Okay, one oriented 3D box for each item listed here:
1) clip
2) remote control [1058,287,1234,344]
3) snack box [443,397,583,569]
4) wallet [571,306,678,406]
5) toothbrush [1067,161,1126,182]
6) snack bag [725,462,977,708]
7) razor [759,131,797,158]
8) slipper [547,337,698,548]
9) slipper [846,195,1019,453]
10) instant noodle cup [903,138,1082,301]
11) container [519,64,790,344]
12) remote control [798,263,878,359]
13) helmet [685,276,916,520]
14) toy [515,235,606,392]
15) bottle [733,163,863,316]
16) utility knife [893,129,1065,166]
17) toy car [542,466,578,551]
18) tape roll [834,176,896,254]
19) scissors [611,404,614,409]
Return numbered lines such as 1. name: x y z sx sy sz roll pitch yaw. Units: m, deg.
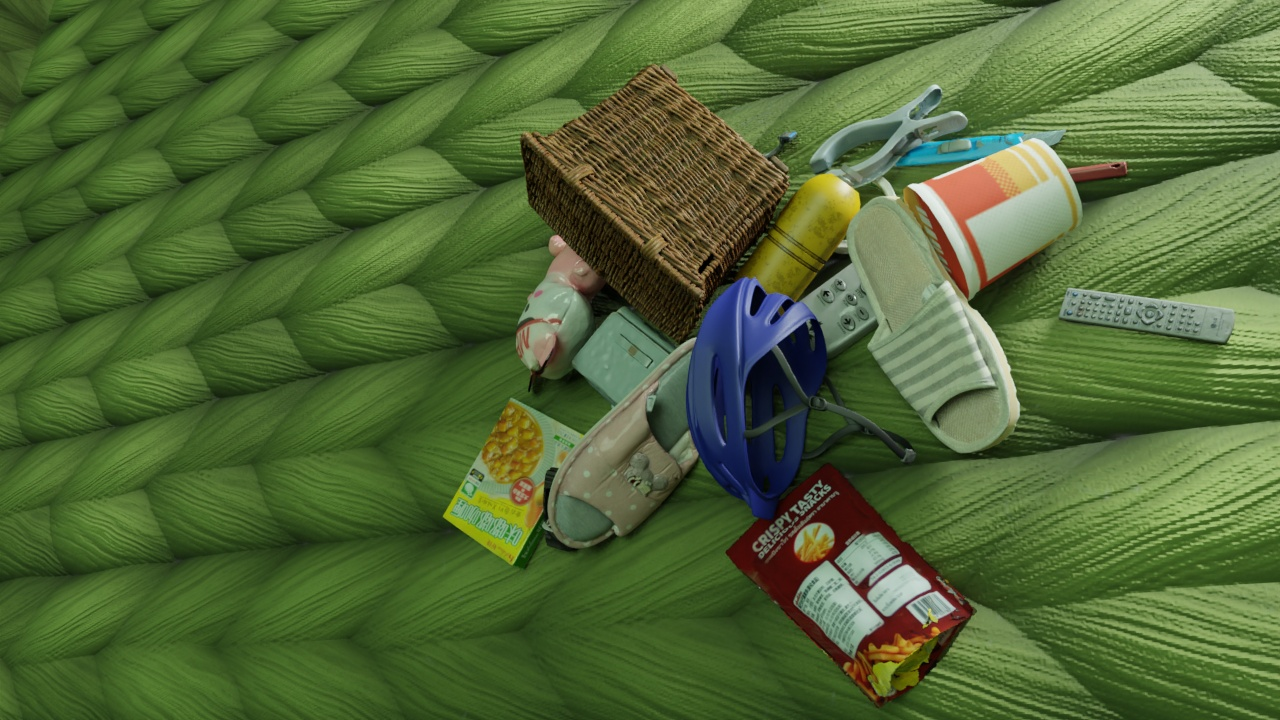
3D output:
1. clip: 0.261 -0.252 1.012 0.163 0.028 0.114 -26 46 12
2. remote control: 0.449 -0.040 0.818 0.137 0.013 0.033 14 76 35
3. snack box: -0.146 0.141 1.083 0.132 0.027 0.168 24 82 37
4. wallet: -0.006 0.006 1.040 0.132 0.054 0.100 37 84 35
5. toothbrush: 0.382 -0.182 0.923 0.190 0.016 0.016 -2 66 30
6. snack bag: 0.186 0.196 0.837 0.139 0.066 0.208 -45 51 -1
7. razor: 0.121 -0.240 1.108 0.145 0.042 0.022 -18 102 28
8. slipper: 0.008 0.090 0.968 0.274 0.114 0.054 -50 28 -1
9. slipper: 0.263 -0.039 0.869 0.115 0.054 0.272 -55 47 49
10. instant noodle cup: 0.336 -0.139 0.873 0.121 0.123 0.123 -28 56 8
11. container: 0.023 -0.177 0.989 0.250 0.162 0.183 44 76 8
12. remote control: 0.228 -0.066 0.960 0.151 0.019 0.074 -37 54 11
13. helmet: 0.151 0.032 0.876 0.228 0.147 0.241 0 76 34
14. toy: -0.091 -0.069 1.107 0.142 0.084 0.212 -22 45 61
15. bottle: 0.174 -0.133 0.972 0.164 0.071 0.071 -54 52 14
16. utility knife: 0.347 -0.225 0.967 0.186 0.015 0.031 0 71 30
17. toy car: -0.089 0.166 1.014 0.040 0.037 0.092 8 105 32
18. tape roll: 0.234 -0.161 1.003 0.094 0.018 0.093 -13 61 25
19. scissors: -0.020 0.032 1.067 0.093 0.032 0.175 -26 61 16
